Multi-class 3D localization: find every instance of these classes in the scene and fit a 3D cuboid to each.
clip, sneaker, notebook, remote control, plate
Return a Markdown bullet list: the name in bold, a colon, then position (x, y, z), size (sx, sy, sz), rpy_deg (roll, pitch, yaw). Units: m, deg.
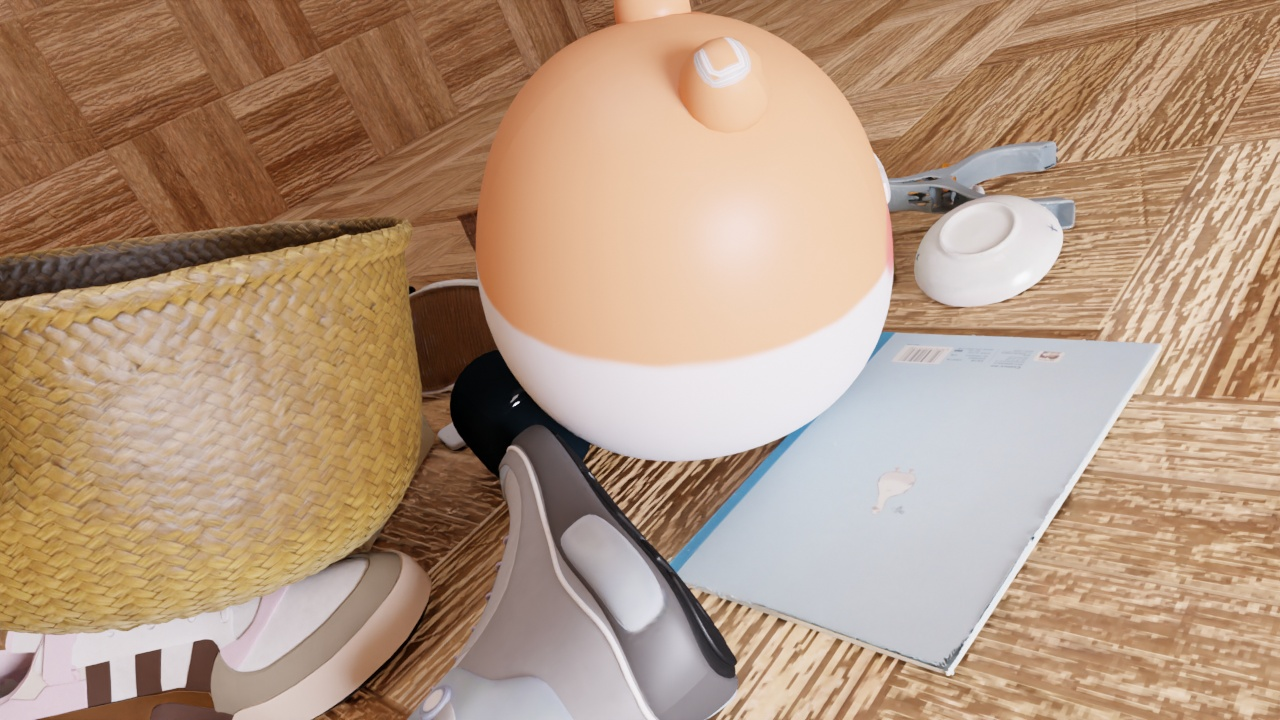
- **clip**: position (0.298, -0.152, 0.765), size (0.169, 0.031, 0.164), rpy_deg (18, 39, 41)
- **sneaker**: position (-0.066, 0.134, 0.481), size (0.160, 0.093, 0.257), rpy_deg (-38, 25, -9)
- **sneaker**: position (-0.222, -0.027, 0.952), size (0.295, 0.120, 0.127), rpy_deg (-12, 4, 32)
- **sneaker**: position (-0.278, 0.166, 0.559), size (0.294, 0.116, 0.111), rpy_deg (-23, 24, 3)
- **notebook**: position (0.151, 0.056, 0.515), size (0.181, 0.009, 0.252), rpy_deg (6, 38, 49)
- **remote control**: position (-0.110, 0.033, 0.809), size (0.146, 0.008, 0.045), rpy_deg (-34, 26, -20)
- **plate**: position (0.245, -0.086, 0.660), size (0.104, 0.026, 0.104), rpy_deg (-23, 41, 21)

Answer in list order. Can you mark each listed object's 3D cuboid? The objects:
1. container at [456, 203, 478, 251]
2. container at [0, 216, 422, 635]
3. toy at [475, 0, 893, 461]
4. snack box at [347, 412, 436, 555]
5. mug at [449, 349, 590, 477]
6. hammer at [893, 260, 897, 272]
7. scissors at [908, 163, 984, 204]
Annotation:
- **container**: position (-0.104, -0.170, 1.092), size (0.198, 0.114, 0.113), rpy_deg (-36, 22, -27)
- **container**: position (-0.285, 0.024, 0.569), size (0.307, 0.197, 0.306), rpy_deg (-5, 17, 1)
- **toy**: position (0.029, -0.083, 0.569), size (0.265, 0.281, 0.262), rpy_deg (-15, 43, -11)
- **snack box**: position (-0.292, 0.111, 0.760), size (0.208, 0.055, 0.153), rpy_deg (-16, 26, 19)
- **mug**: position (-0.070, 0.042, 0.679), size (0.121, 0.085, 0.094), rpy_deg (-2, 15, -25)
- **hammer**: position (0.042, -0.085, 0.814), size (0.325, 0.101, 0.189), rpy_deg (-23, 23, 18)
- **scissors**: position (0.277, -0.155, 0.828), size (0.125, 0.011, 0.131), rpy_deg (-18, 26, 10)
